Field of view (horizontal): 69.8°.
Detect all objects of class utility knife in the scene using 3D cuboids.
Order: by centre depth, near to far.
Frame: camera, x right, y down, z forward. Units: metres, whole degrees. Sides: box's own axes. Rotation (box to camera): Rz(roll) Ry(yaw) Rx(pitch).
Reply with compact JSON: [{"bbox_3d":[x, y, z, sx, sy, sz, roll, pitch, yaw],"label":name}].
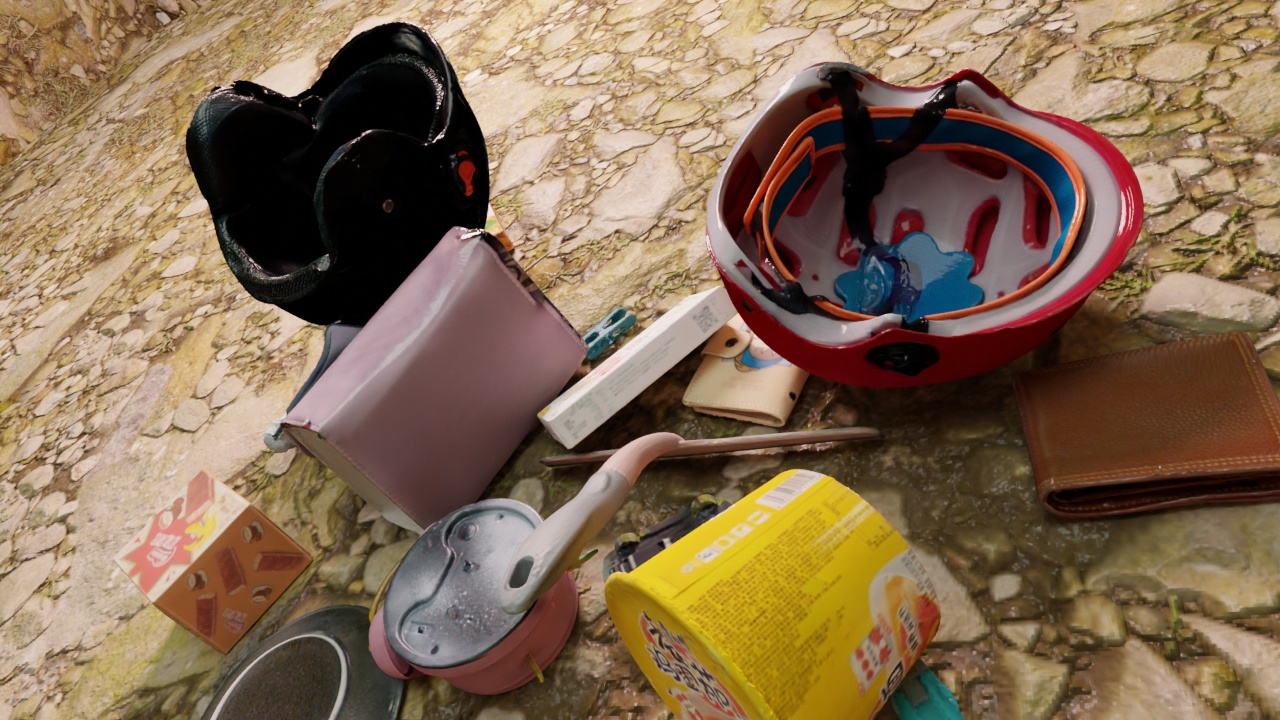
[{"bbox_3d":[0.165,0.207,0.380,0.029,0.013,0.216,-32,38,-1],"label":"utility knife"}]

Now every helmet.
[{"bbox_3d":[0.168,-0.068,0.581,0.240,0.144,0.206,13,63,18],"label":"helmet"},{"bbox_3d":[-0.246,-0.156,0.825,0.234,0.230,0.274,24,78,32],"label":"helmet"}]

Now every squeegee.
[{"bbox_3d":[-0.010,0.072,0.515,0.248,0.040,0.249,-8,9,26],"label":"squeegee"}]

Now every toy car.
[{"bbox_3d":[0.022,0.117,0.553,0.091,0.036,0.043,-29,37,4],"label":"toy car"}]

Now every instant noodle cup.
[{"bbox_3d":[0.067,0.127,0.443,0.109,0.138,0.138,-35,37,-24],"label":"instant noodle cup"}]

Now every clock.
[{"bbox_3d":[-0.112,0.151,0.587,0.159,0.060,0.117,-1,48,30],"label":"clock"}]

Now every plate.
[{"bbox_3d":[-0.236,0.236,0.603,0.180,0.024,0.179,-18,40,15],"label":"plate"}]

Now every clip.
[{"bbox_3d":[-0.029,-0.023,0.760,0.056,0.014,0.043,-39,39,-13],"label":"clip"}]

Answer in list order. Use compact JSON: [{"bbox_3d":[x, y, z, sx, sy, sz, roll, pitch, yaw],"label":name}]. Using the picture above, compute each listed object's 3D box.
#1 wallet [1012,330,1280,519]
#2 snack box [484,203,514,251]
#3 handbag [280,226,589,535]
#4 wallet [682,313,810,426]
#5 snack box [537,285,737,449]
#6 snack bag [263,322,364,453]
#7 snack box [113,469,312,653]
[{"bbox_3d":[0.270,0.033,0.490,0.125,0.032,0.101,-11,39,22],"label":"wallet"},{"bbox_3d":[-0.211,-0.102,0.956,0.156,0.027,0.077,-31,38,-1],"label":"snack box"},{"bbox_3d":[-0.151,0.016,0.686,0.098,0.145,0.196,15,59,39],"label":"handbag"},{"bbox_3d":[0.086,-0.005,0.659,0.087,0.024,0.115,10,54,34],"label":"wallet"},{"bbox_3d":[-0.004,0.004,0.674,0.156,0.027,0.085,-38,7,-10],"label":"snack box"},{"bbox_3d":[-0.235,0.016,0.739,0.110,0.039,0.191,-50,1,6],"label":"snack bag"},{"bbox_3d":[-0.331,0.154,0.713,0.093,0.077,0.094,17,58,43],"label":"snack box"}]
